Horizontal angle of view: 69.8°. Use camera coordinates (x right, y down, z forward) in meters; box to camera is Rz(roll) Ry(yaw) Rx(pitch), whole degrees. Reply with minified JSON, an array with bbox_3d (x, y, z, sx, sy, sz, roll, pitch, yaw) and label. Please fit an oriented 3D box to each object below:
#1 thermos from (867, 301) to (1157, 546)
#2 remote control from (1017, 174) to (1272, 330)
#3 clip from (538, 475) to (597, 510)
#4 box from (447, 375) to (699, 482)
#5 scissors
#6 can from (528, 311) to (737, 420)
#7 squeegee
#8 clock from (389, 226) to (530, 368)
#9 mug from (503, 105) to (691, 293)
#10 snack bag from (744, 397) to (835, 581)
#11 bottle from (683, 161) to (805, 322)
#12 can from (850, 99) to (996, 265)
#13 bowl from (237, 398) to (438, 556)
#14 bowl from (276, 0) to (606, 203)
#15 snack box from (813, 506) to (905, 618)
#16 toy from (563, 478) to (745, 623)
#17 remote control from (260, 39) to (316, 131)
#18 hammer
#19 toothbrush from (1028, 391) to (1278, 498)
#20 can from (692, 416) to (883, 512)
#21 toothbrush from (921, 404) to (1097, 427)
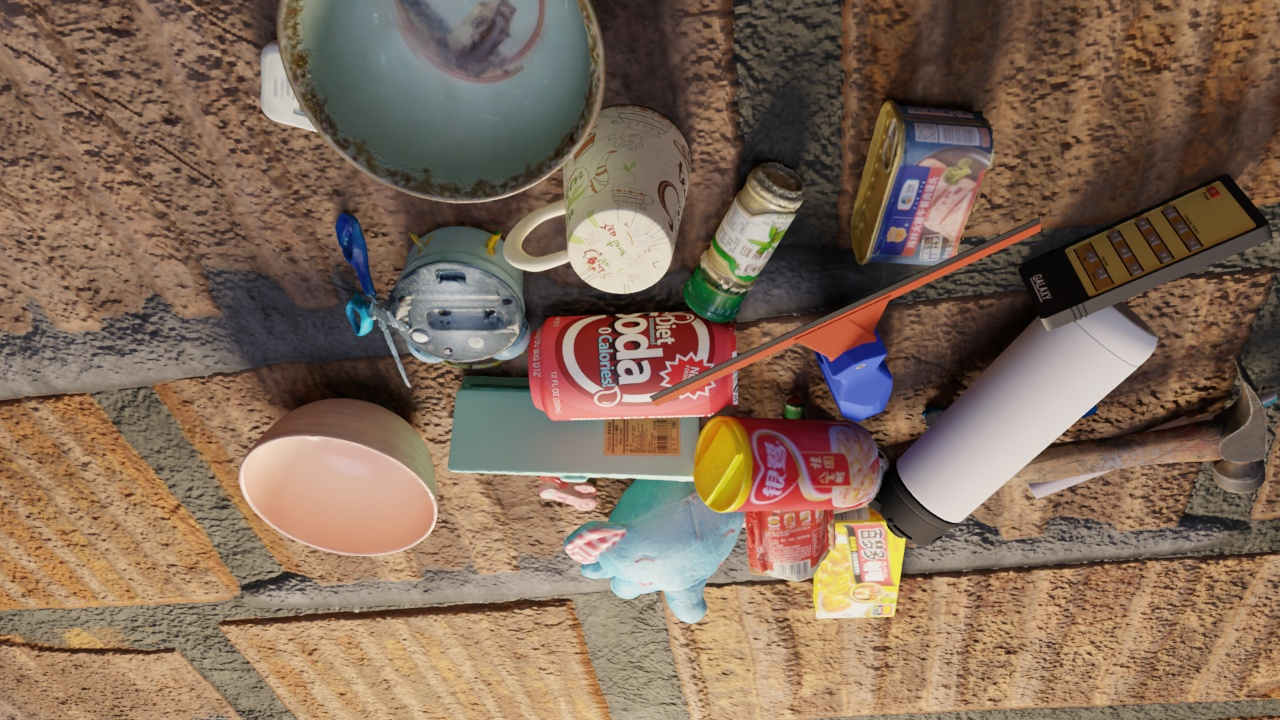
[{"bbox_3d":[0.245,0.035,0.663,0.101,0.068,0.230,46,118,17],"label":"thermos"},{"bbox_3d":[0.314,-0.068,0.581,0.134,0.058,0.013,-27,126,23],"label":"remote control"},{"bbox_3d":[-0.064,0.108,0.790,0.060,0.043,0.023,7,143,-42],"label":"clip"},{"bbox_3d":[-0.049,0.064,0.699,0.188,0.091,0.077,3,131,-1],"label":"box"},{"bbox_3d":[-0.179,-0.044,0.606,0.014,0.130,0.117,-17,115,-28],"label":"scissors"},{"bbox_3d":[-0.004,0.004,0.651,0.142,0.074,0.074,-2,132,5],"label":"can"},{"bbox_3d":[0.145,0.008,0.623,0.249,0.055,0.185,-25,160,7],"label":"squeegee"},{"bbox_3d":[-0.122,-0.036,0.634,0.089,0.051,0.125,-1,134,-2],"label":"clock"},{"bbox_3d":[-0.029,-0.087,0.552,0.122,0.097,0.081,-14,130,15],"label":"mug"},{"bbox_3d":[0.122,0.102,0.734,0.087,0.044,0.155,-12,115,-20],"label":"snack bag"},{"bbox_3d":[0.067,-0.076,0.598,0.042,0.042,0.110,18,130,-14],"label":"bottle"},{"bbox_3d":[0.169,-0.105,0.557,0.059,0.053,0.100,3,133,-2],"label":"can"},{"bbox_3d":[-0.231,0.083,0.735,0.153,0.076,0.153,2,133,2],"label":"bowl"},{"bbox_3d":[-0.094,-0.174,0.478,0.160,0.093,0.160,2,132,2],"label":"bowl"},{"bbox_3d":[0.199,0.184,0.840,0.075,0.025,0.152,-3,133,6],"label":"snack box"},{"bbox_3d":[0.022,0.164,0.773,0.183,0.114,0.181,-11,142,-23],"label":"toy"},{"bbox_3d":[-0.157,-0.153,0.549,0.133,0.022,0.050,13,132,-9],"label":"remote control"},{"bbox_3d":[0.296,0.077,0.717,0.331,0.033,0.120,-13,129,21],"label":"hammer"},{"bbox_3d":[0.401,0.066,0.726,0.188,0.018,0.019,-29,123,26],"label":"toothbrush"},{"bbox_3d":[0.106,0.075,0.663,0.124,0.066,0.067,3,136,-27],"label":"can"},{"bbox_3d":[0.287,0.043,0.712,0.132,0.016,0.021,-3,144,6],"label":"toothbrush"}]
